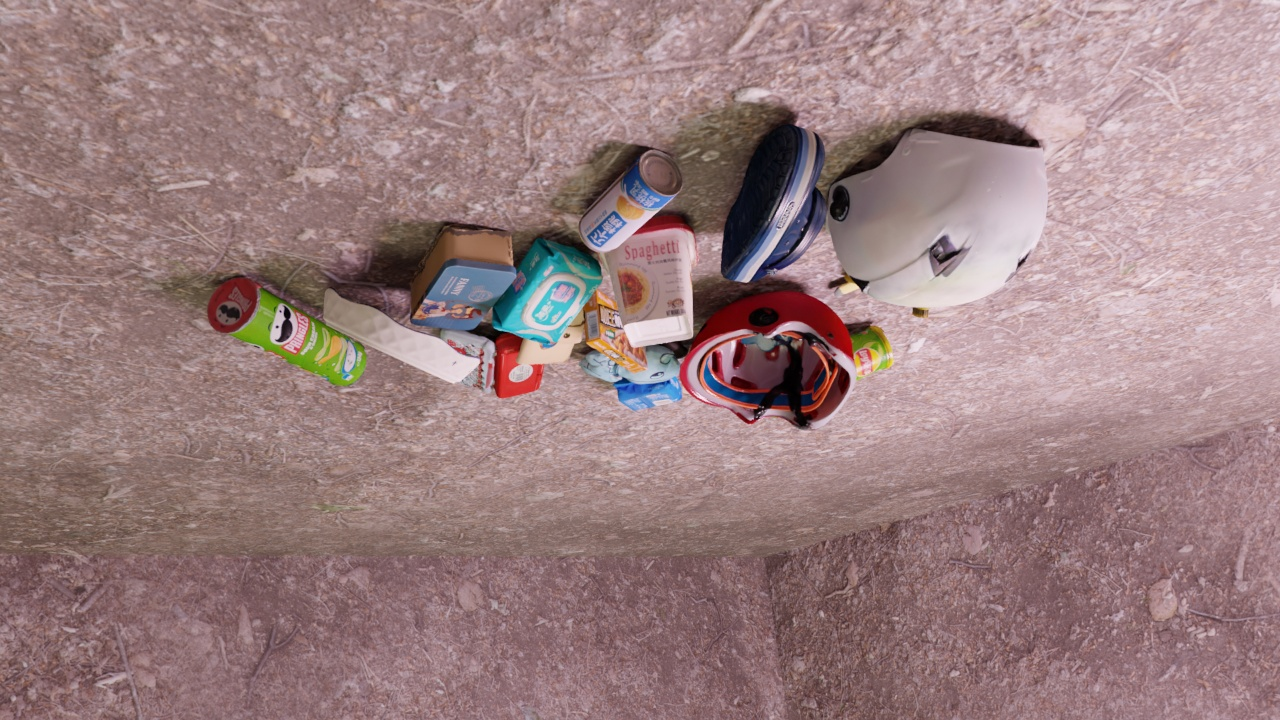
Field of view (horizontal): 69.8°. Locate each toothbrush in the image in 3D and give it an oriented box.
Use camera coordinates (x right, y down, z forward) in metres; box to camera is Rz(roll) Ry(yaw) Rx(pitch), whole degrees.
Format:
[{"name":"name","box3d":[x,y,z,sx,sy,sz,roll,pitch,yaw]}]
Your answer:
[{"name":"toothbrush","box3d":[0.312,-0.085,1.171,0.015,0.017,0.190,-5,-162,-16]}]

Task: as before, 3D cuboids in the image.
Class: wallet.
[{"name":"wallet","box3d":[-0.117,-0.039,1.265,0.087,0.024,0.115,-3,135,-30]},{"name":"wallet","box3d":[0.004,-0.021,1.413,0.096,0.020,0.122,-16,155,26]}]

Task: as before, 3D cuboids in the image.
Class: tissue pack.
[{"name":"tissue pack","box3d":[-0.113,-0.080,1.108,0.093,0.050,0.134,15,123,-42]},{"name":"tissue pack","box3d":[0.012,0.043,1.524,0.095,0.052,0.157,-13,166,10]}]

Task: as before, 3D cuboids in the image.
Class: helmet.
[{"name":"helmet","box3d":[0.331,-0.134,1.023,0.228,0.145,0.259,4,158,-25]},{"name":"helmet","box3d":[0.183,-0.016,1.298,0.240,0.143,0.207,7,139,7]}]

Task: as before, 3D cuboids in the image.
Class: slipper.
[{"name":"slipper","box3d":[0.149,-0.149,0.983,0.095,0.105,0.253,5,160,-8]}]

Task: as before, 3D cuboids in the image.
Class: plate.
[{"name":"plate","box3d":[-0.297,-0.026,1.128,0.205,0.045,0.205,25,174,3]}]

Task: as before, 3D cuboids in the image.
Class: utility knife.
[{"name":"utility knife","box3d":[0.338,-0.120,1.246,0.167,0.018,0.031,-17,161,30]}]

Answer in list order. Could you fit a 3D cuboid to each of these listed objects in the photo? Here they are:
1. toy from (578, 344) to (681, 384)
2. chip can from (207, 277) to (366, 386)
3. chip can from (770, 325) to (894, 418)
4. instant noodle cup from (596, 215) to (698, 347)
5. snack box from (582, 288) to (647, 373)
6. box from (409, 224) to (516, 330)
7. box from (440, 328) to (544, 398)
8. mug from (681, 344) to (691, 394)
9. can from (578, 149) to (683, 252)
[{"name":"toy","box3d":[-0.008,0.008,1.394,0.156,0.049,0.162,11,159,-14]},{"name":"chip can","box3d":[-0.444,-0.031,1.179,0.072,0.072,0.236,-11,160,14]},{"name":"chip can","box3d":[0.282,0.019,1.425,0.221,0.072,0.073,-24,162,-12]},{"name":"instant noodle cup","box3d":[0.014,-0.089,1.079,0.116,0.124,0.117,-8,160,6]},{"name":"snack box","box3d":[-0.034,-0.039,1.270,0.026,0.075,0.153,-14,158,22]},{"name":"box","box3d":[-0.211,-0.098,1.083,0.089,0.062,0.185,3,159,-26]},{"name":"box","box3d":[-0.219,0.003,1.368,0.161,0.058,0.201,1,158,-9]},{"name":"mug","box3d":[0.124,0.011,1.422,0.106,0.081,0.115,10,138,7]},{"name":"can","box3d":[-0.014,-0.165,0.970,0.053,0.053,0.135,7,156,-32]}]
